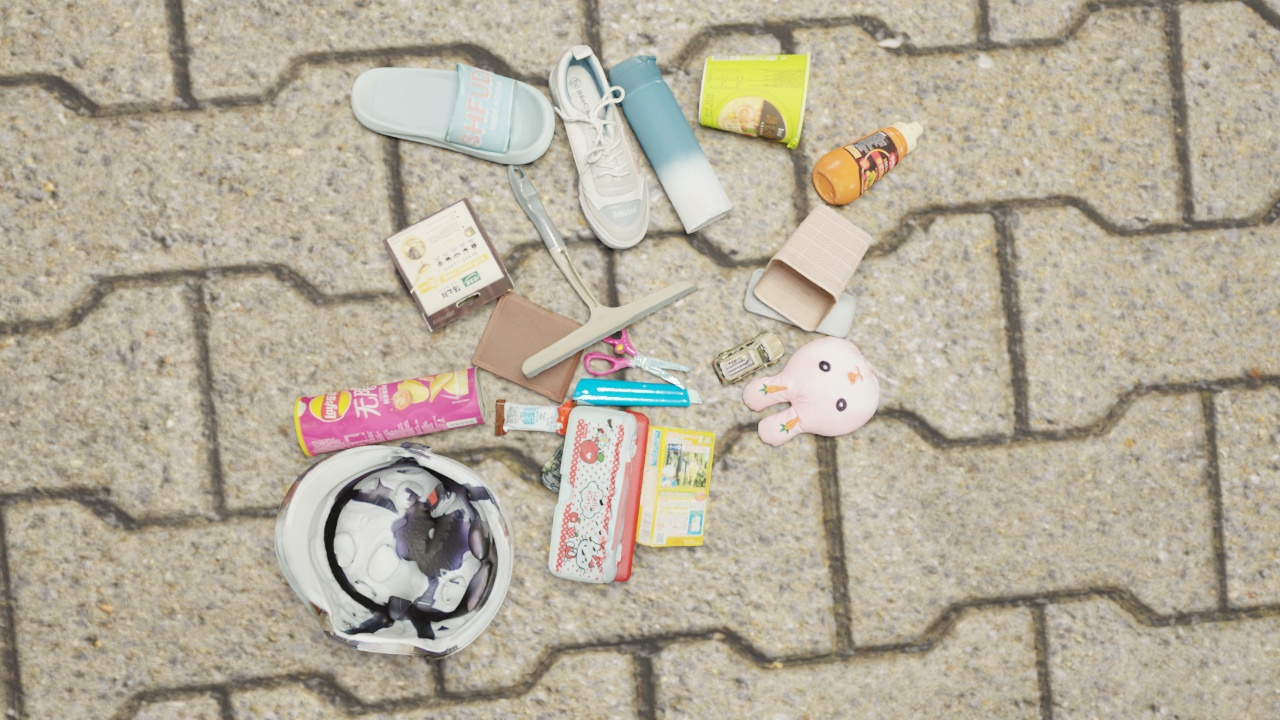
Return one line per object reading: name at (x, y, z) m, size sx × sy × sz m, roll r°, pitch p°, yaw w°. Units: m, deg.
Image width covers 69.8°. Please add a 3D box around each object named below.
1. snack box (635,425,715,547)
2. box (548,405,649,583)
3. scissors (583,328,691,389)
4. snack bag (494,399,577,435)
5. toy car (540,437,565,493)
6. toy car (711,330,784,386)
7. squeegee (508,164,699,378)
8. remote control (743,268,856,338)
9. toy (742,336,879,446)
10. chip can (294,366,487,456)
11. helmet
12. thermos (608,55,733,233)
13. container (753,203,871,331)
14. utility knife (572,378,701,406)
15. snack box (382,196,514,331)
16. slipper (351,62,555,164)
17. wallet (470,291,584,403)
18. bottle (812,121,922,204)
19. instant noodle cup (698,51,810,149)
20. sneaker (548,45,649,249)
snack box at (0.043, 0.150, 1.094) m, size 0.086 × 0.034 × 0.140 m, roll 8°, pitch 91°, yaw -41°
box at (-0.052, 0.154, 1.076) m, size 0.101 × 0.095 × 0.201 m, roll 7°, pitch 90°, yaw -9°
scissors at (-0.005, 0.009, 1.118) m, size 0.138 × 0.017 × 0.083 m, roll 32°, pitch 80°, yaw 2°
snack bag at (-0.125, 0.069, 1.102) m, size 0.104 × 0.026 × 0.048 m, roll -2°, pitch 83°, yaw 16°
toy car at (-0.085, 0.118, 1.108) m, size 0.043 × 0.034 × 0.090 m, roll 32°, pitch 73°, yaw 1°
toy car at (0.134, -0.003, 1.122) m, size 0.090 × 0.035 × 0.042 m, roll -27°, pitch 92°, yaw -6°
squeegee at (-0.096, -0.131, 1.107) m, size 0.246 × 0.039 × 0.246 m, roll -29°, pitch 83°, yaw -23°
remote control at (0.197, -0.070, 1.133) m, size 0.136 × 0.020 × 0.056 m, roll 16°, pitch 88°, yaw -3°
toy at (0.210, 0.042, 1.119) m, size 0.159 × 0.054 × 0.121 m, roll -25°, pitch 92°, yaw 4°
chip can at (-0.290, 0.059, 1.079) m, size 0.210 × 0.071 × 0.071 m, roll -10°, pitch 90°, yaw -4°
helmet at (-0.262, 0.205, 1.041) m, size 0.259 × 0.146 × 0.229 m, roll 15°, pitch 87°, yaw 5°
thermos at (0.034, -0.263, 1.106) m, size 0.070 × 0.070 × 0.220 m, roll -29°, pitch 90°, yaw -4°
container at (0.207, -0.113, 1.085) m, size 0.090 × 0.090 × 0.110 m, roll 35°, pitch 63°, yaw 6°
utility knife at (-0.003, 0.041, 1.121) m, size 0.159 × 0.018 × 0.034 m, roll 3°, pitch 75°, yaw -4°
snack box at (-0.226, -0.113, 1.093) m, size 0.113 × 0.053 × 0.125 m, roll -28°, pitch 92°, yaw -4°
slipper at (-0.220, -0.302, 1.079) m, size 0.245 × 0.074 × 0.104 m, roll 9°, pitch 77°, yaw -1°
wallet at (-0.132, -0.017, 1.110) m, size 0.124 × 0.032 × 0.101 m, roll 24°, pitch 91°, yaw -2°
bottle at (0.284, -0.249, 1.124) m, size 0.149 × 0.067 × 0.067 m, roll -33°, pitch 91°, yaw -10°
instant noodle cup at (0.133, -0.316, 1.097) m, size 0.123 × 0.111 × 0.111 m, roll 7°, pitch 89°, yaw 5°
sneaker at (-0.041, -0.254, 1.080) m, size 0.089 × 0.091 × 0.242 m, roll -18°, pitch 89°, yaw -17°
